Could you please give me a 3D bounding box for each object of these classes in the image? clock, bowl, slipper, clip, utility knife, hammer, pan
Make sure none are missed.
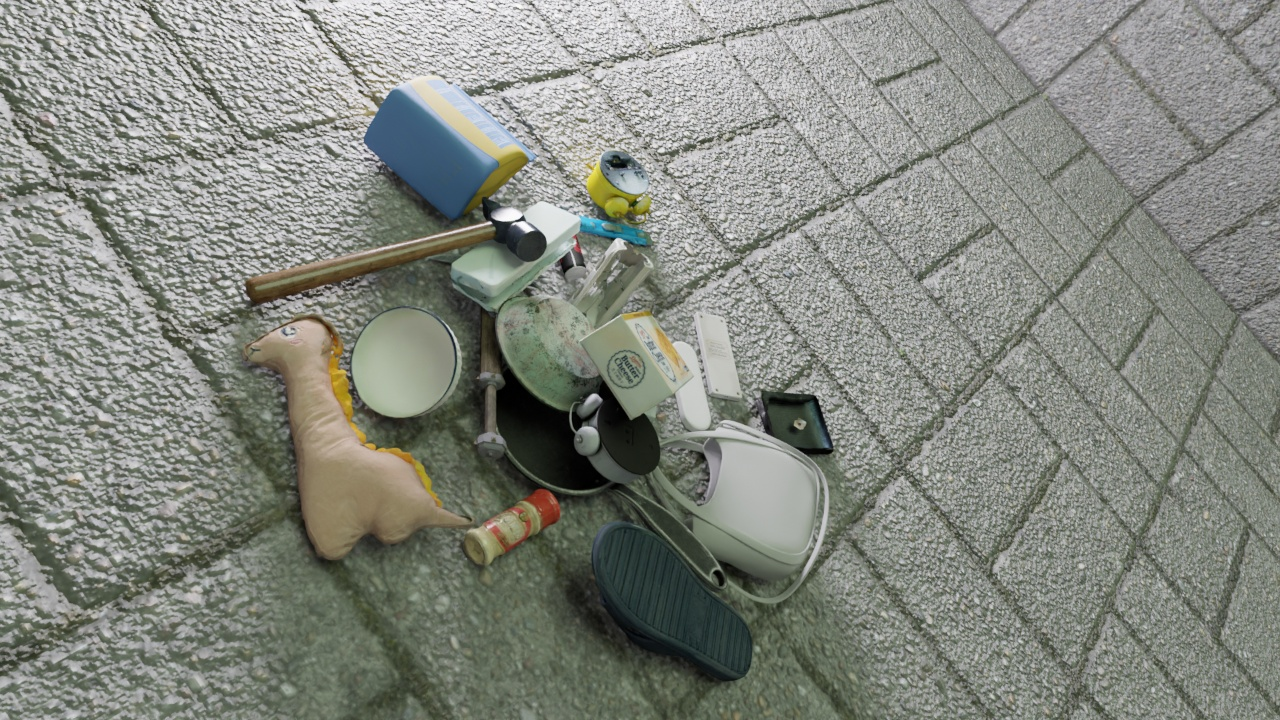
[{"bbox_3d":[-0.028,-0.249,1.333,0.083,0.057,0.118,-15,69,-42],"label":"clock"},{"bbox_3d":[-0.093,-0.017,1.054,0.157,0.039,0.157,34,36,-30],"label":"bowl"},{"bbox_3d":[0.020,0.272,0.990,0.263,0.083,0.101,44,43,-30],"label":"slipper"},{"bbox_3d":[-0.033,-0.092,1.182,0.097,0.126,0.152,44,20,5],"label":"clip"},{"bbox_3d":[-0.056,-0.187,1.300,0.178,0.015,0.031,5,53,-32],"label":"utility knife"},{"bbox_3d":[-0.032,0.086,1.024,0.122,0.035,0.094,31,41,-30],"label":"clock"},{"bbox_3d":[-0.276,-0.119,1.028,0.321,0.040,0.129,-20,40,-27],"label":"hammer"},{"bbox_3d":[-0.034,0.134,1.057,0.357,0.055,0.186,49,45,3],"label":"pan"},{"bbox_3d":[-0.174,-0.015,1.040,0.147,0.028,0.316,11,42,-19],"label":"hammer"},{"bbox_3d":[-0.241,0.006,0.979,0.118,0.118,0.062,58,4,12],"label":"bowl"}]

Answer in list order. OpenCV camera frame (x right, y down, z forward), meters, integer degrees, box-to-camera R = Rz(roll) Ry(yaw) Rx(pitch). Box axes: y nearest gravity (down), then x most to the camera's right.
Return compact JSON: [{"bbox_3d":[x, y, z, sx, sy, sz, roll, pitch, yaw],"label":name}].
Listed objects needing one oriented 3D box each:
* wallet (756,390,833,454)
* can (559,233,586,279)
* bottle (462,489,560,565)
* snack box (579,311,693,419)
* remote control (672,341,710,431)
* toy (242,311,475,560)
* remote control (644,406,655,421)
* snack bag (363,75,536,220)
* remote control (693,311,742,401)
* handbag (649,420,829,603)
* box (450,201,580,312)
[{"bbox_3d":[0.216,0.090,1.290,0.114,0.026,0.089,6,57,-33],"label":"wallet"},{"bbox_3d":[-0.097,-0.150,1.231,0.031,0.032,0.080,1,59,-35],"label":"can"},{"bbox_3d":[-0.134,0.175,0.965,0.108,0.044,0.044,-26,77,-44],"label":"bottle"},{"bbox_3d":[0.001,0.000,1.065,0.104,0.057,0.207,56,10,2],"label":"snack box"},{"bbox_3d":[0.065,0.035,1.230,0.043,0.013,0.136,9,55,-31],"label":"remote control"},{"bbox_3d":[-0.283,0.067,0.915,0.195,0.065,0.264,-4,60,-26],"label":"toy"},{"bbox_3d":[-0.007,0.007,1.189,0.049,0.024,0.143,13,53,-29],"label":"remote control"},{"bbox_3d":[-0.233,-0.289,1.193,0.159,0.102,0.204,41,32,-4],"label":"snack bag"},{"bbox_3d":[0.108,-0.006,1.291,0.050,0.011,0.135,11,54,-30],"label":"remote control"},{"bbox_3d":[0.108,0.165,1.121,0.222,0.096,0.215,25,48,-7],"label":"handbag"},{"bbox_3d":[-0.151,-0.134,1.123,0.083,0.066,0.198,42,43,-2],"label":"box"}]
